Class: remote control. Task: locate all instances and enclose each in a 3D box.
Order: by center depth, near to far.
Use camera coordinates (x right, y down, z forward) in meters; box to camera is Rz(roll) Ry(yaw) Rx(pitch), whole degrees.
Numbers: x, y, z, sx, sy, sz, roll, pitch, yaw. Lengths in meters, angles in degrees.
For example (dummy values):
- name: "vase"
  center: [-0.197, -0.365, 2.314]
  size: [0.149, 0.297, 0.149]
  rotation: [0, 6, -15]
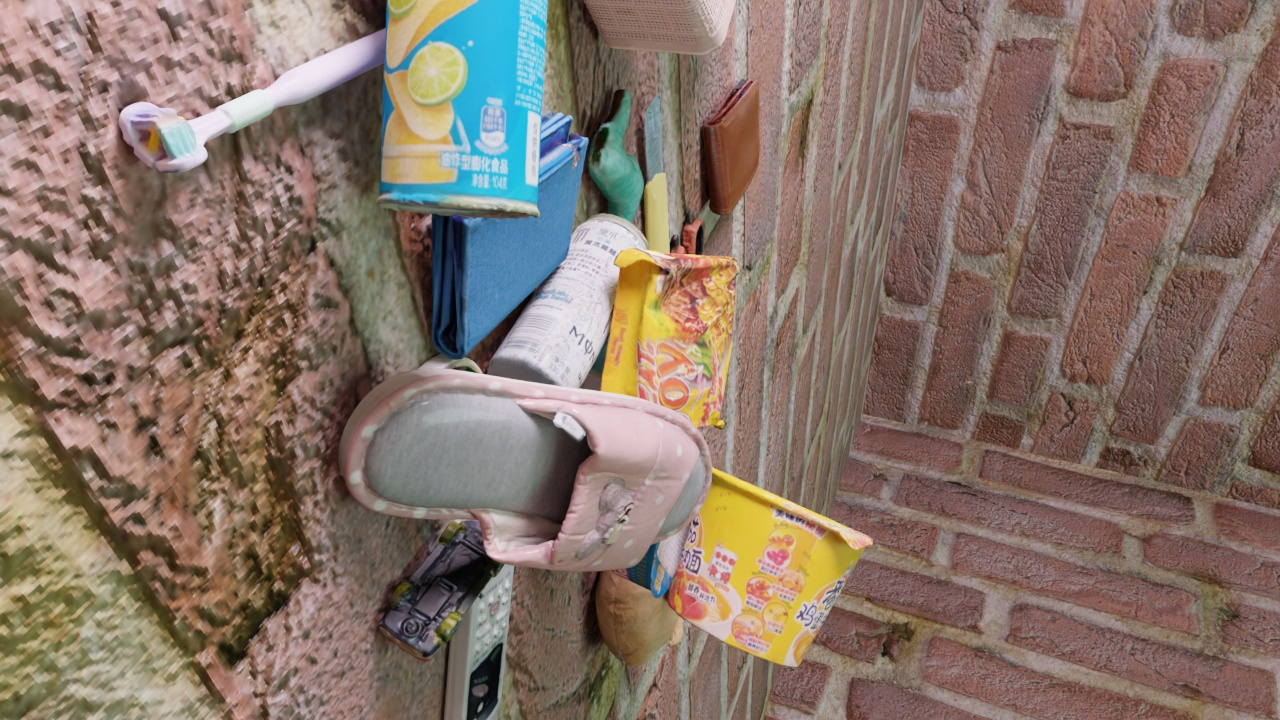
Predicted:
- name: "remote control"
  center: [-0.110, 0.192, 0.636]
  size: [0.058, 0.021, 0.150]
  rotation: [-31, 130, -65]

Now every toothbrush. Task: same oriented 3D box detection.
- name: "toothbrush"
  center: [-0.129, -0.120, 0.376]
  size: [0.021, 0.029, 0.188]
  rotation: [-40, -170, 38]

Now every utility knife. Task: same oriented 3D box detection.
- name: "utility knife"
  center: [0.016, -0.125, 0.788]
  size: [0.030, 0.022, 0.220]
  rotation: [-41, 150, -31]

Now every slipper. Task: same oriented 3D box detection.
- name: "slipper"
  center: [-0.043, 0.069, 0.529]
  size: [0.274, 0.054, 0.114]
  rotation: [21, 104, -46]

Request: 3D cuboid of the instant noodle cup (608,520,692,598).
- name: "instant noodle cup"
  center: [-0.022, 0.117, 0.701]
  size: [0.099, 0.110, 0.099]
  rotation: [15, 89, -72]

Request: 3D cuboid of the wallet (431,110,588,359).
- name: "wallet"
  center: [-0.076, -0.075, 0.529]
  size: [0.132, 0.040, 0.107]
  rotation: [-54, 159, -50]

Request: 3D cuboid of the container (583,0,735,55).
- name: "container"
  center: [0.006, -0.261, 0.567]
  size: [0.111, 0.090, 0.089]
  rotation: [38, 66, -66]

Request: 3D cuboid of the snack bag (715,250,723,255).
- name: "snack bag"
  center: [0.047, -0.008, 0.886]
  size: [0.110, 0.039, 0.190]
  rotation: [74, 31, -47]

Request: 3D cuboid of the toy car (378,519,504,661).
- name: "toy car"
  center: [-0.116, 0.135, 0.551]
  size: [0.090, 0.042, 0.035]
  rotation: [-53, 173, -40]

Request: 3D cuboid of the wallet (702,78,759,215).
- name: "wallet"
  center: [0.094, -0.221, 0.942]
  size: [0.124, 0.032, 0.101]
  rotation: [-58, 151, -45]

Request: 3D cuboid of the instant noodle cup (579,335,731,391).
- name: "instant noodle cup"
  center: [-0.004, 0.004, 0.699]
  size: [0.120, 0.111, 0.111]
  rotation: [-50, 148, -40]

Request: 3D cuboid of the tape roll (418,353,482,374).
- name: "tape roll"
  center: [-0.115, 0.039, 0.529]
  size: [0.085, 0.014, 0.086]
  rotation: [14, 89, -72]

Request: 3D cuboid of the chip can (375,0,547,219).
- name: "chip can"
  center: [-0.072, -0.168, 0.385]
  size: [0.071, 0.071, 0.210]
  rotation: [-12, 107, -70]

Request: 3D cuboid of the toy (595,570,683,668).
- name: "toy"
  center: [0.008, 0.241, 0.922]
  size: [0.143, 0.082, 0.226]
  rotation: [-51, 152, -36]

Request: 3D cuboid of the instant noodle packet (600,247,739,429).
- name: "instant noodle packet"
  center: [0.023, -0.010, 0.623]
  size: [0.110, 0.044, 0.128]
  rotation: [-1, 100, -44]

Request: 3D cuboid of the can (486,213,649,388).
- name: "can"
  center: [-0.045, -0.032, 0.615]
  size: [0.058, 0.058, 0.146]
  rotation: [81, 28, -47]

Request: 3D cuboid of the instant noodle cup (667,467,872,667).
- name: "instant noodle cup"
  center: [0.090, 0.156, 0.690]
  size: [0.109, 0.138, 0.138]
  rotation: [-66, 160, -4]

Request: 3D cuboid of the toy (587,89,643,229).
- name: "toy"
  center: [-0.017, -0.144, 0.671]
  size: [0.092, 0.030, 0.096]
  rotation: [49, 51, -70]

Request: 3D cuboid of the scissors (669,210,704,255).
- name: "scissors"
  center: [0.037, -0.035, 0.923]
  size: [0.192, 0.015, 0.206]
  rotation: [39, 66, -71]
